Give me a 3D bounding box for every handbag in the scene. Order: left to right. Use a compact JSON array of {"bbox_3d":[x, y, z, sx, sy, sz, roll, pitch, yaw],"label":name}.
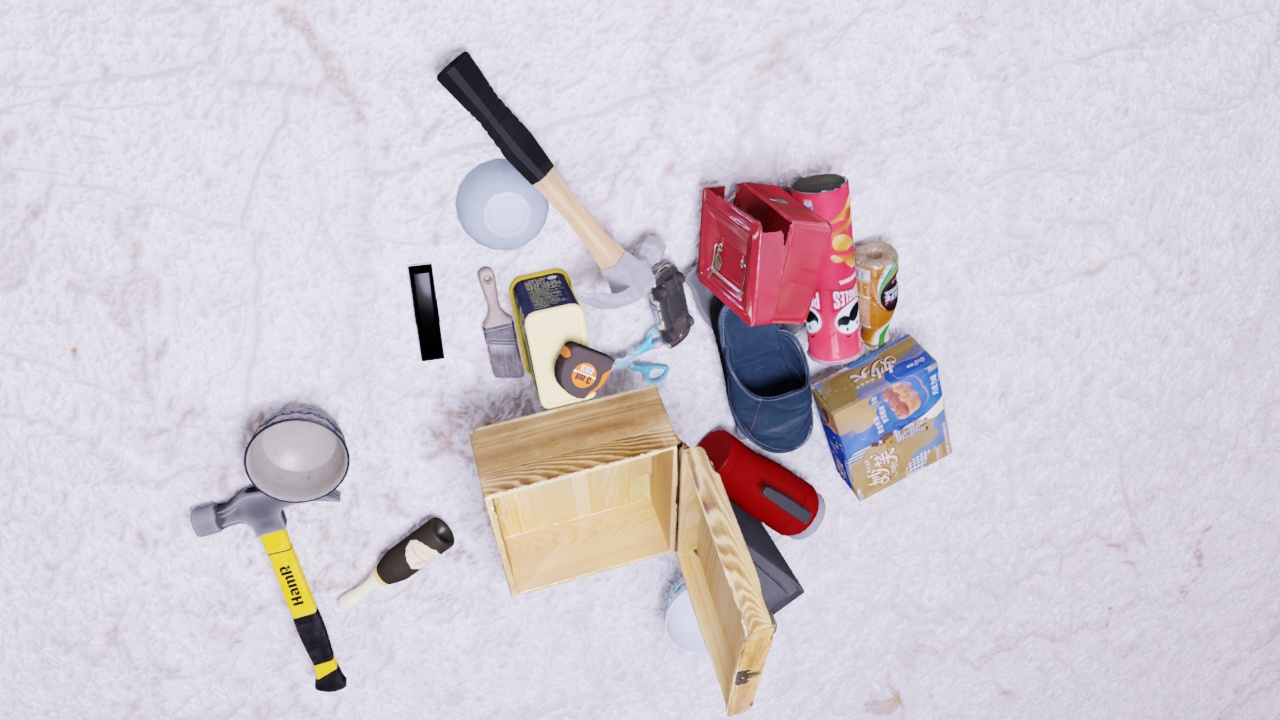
[{"bbox_3d":[0.113,0.224,1.241,0.072,0.175,0.196,-38,117,4],"label":"handbag"}]

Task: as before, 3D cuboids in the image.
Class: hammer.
[{"bbox_3d":[-0.437,0.299,1.182,0.169,0.034,0.325,-15,114,-10],"label":"hammer"},{"bbox_3d":[-0.098,-0.192,1.011,0.039,0.130,0.328,-15,124,45],"label":"hammer"}]

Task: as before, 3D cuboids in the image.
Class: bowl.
[{"bbox_3d":[-0.405,0.105,1.089,0.115,0.059,0.116,-7,118,-13],"label":"bowl"},{"bbox_3d":[-0.152,-0.170,1.032,0.106,0.039,0.106,-7,118,-13],"label":"bowl"},{"bbox_3d":[0.096,0.353,1.358,0.144,0.074,0.144,-7,118,-13],"label":"bowl"}]

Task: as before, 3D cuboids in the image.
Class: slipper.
[{"bbox_3d":[0.168,0.031,1.177,0.109,0.083,0.266,-25,123,-6],"label":"slipper"}]

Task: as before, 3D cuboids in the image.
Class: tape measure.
[{"bbox_3d":[-0.067,0.011,1.032,0.058,0.038,0.059,21,96,-25],"label":"tape measure"}]

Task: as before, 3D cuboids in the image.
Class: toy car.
[{"bbox_3d":[0.034,-0.068,1.138,0.048,0.040,0.113,-38,130,-31],"label":"toy car"}]

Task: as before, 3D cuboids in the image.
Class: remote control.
[{"bbox_3d":[-0.251,-0.054,1.079,0.028,0.011,0.124,-8,119,-12],"label":"remote control"}]

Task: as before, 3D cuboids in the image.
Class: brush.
[{"bbox_3d":[-0.172,-0.043,1.108,0.039,0.012,0.151,-13,120,-9],"label":"brush"}]

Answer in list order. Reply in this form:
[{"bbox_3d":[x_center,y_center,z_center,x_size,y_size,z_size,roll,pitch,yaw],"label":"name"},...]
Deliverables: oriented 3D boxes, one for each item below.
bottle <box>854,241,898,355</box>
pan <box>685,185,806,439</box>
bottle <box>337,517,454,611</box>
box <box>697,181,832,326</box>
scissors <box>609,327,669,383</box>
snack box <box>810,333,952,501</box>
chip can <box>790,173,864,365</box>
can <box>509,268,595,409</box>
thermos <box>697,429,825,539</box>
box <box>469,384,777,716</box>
[{"bbox_3d":[0.309,-0.074,1.209,0.059,0.059,0.167,-18,129,-7],"label":"bottle"},{"bbox_3d":[0.153,-0.054,1.191,0.216,0.024,0.355,-3,117,-15],"label":"pan"},{"bbox_3d":[-0.328,0.275,1.211,0.185,0.045,0.045,-37,121,13],"label":"bottle"},{"bbox_3d":[0.137,-0.124,1.045,0.097,0.157,0.130,-4,119,-21],"label":"box"},{"bbox_3d":[-0.010,0.010,1.166,0.142,0.015,0.095,-23,131,-21],"label":"scissors"},{"bbox_3d":[0.337,0.083,1.271,0.155,0.069,0.203,-27,132,-1],"label":"snack box"},{"bbox_3d":[0.230,-0.111,1.128,0.073,0.073,0.233,-17,120,-8],"label":"chip can"},{"bbox_3d":[-0.102,-0.024,1.085,0.075,0.104,0.135,-13,120,-10],"label":"can"},{"bbox_3d":[0.172,0.178,1.271,0.198,0.108,0.084,34,87,-28],"label":"thermos"},{"bbox_3d":[-0.011,0.248,1.082,0.286,0.336,0.280,-16,142,-11],"label":"box"}]
